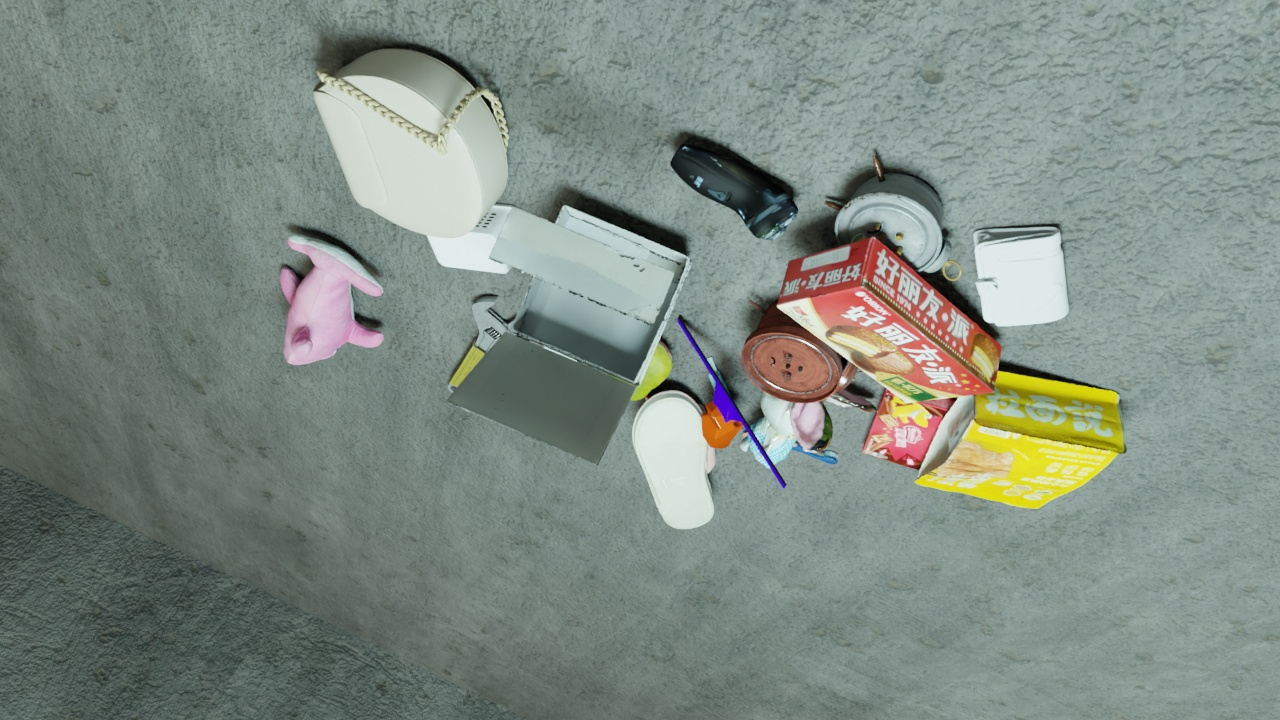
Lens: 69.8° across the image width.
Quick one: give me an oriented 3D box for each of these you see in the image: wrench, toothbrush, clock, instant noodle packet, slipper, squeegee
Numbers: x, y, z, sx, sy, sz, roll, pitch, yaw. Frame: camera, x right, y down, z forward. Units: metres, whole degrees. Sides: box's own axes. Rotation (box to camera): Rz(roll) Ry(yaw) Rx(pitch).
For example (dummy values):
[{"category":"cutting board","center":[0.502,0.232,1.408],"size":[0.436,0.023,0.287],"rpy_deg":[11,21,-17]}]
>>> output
[{"category":"wrench","center":[-0.243,-0.013,1.366],"size":[0.083,0.018,0.274],"rpy_deg":[33,142,-10]},{"category":"toothbrush","center":[0.208,0.118,1.271],"size":[0.135,0.017,0.022],"rpy_deg":[15,138,17]},{"category":"clock","center":[0.198,-0.012,1.071],"size":[0.158,0.072,0.121],"rpy_deg":[13,141,18]},{"category":"instant noodle packet","center":[0.432,0.110,1.075],"size":[0.163,0.084,0.222],"rpy_deg":[10,147,3]},{"category":"slipper","center":[0.053,0.142,1.334],"size":[0.114,0.054,0.275],"rpy_deg":[-9,129,2]},{"category":"squeegee","center":[0.106,0.083,1.199],"size":[0.249,0.055,0.185],"rpy_deg":[59,175,20]},{"category":"clock","center":[0.260,-0.126,0.911],"size":[0.148,0.056,0.104],"rpy_deg":[34,144,-9]}]

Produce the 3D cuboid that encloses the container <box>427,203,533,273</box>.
[{"category":"container","center":[-0.208,-0.153,1.152],"size":[0.129,0.049,0.081],"rpy_deg":[9,140,21]}]

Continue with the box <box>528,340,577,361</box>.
[{"category":"box","center":[-0.107,0.038,1.265],"size":[0.136,0.123,0.109],"rpy_deg":[35,141,-16]}]

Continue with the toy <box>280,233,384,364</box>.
[{"category":"toy","center":[-0.477,-0.063,1.354],"size":[0.186,0.127,0.266],"rpy_deg":[32,138,-2]}]

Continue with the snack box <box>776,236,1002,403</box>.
[{"category":"snack box","center":[0.264,-0.035,0.962],"size":[0.236,0.060,0.113],"rpy_deg":[31,154,-31]}]

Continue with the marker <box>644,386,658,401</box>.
[{"category":"marker","center":[0.019,0.066,1.308],"size":[0.023,0.021,0.145],"rpy_deg":[3,138,17]}]

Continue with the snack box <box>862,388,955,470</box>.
[{"category":"snack box","center":[0.336,0.085,1.148],"size":[0.089,0.021,0.133],"rpy_deg":[16,142,11]}]

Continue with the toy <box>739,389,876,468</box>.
[{"category":"toy","center":[0.189,0.070,1.179],"size":[0.105,0.130,0.206],"rpy_deg":[61,150,4]}]

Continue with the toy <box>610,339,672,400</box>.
[{"category":"toy","center":[-0.007,0.007,1.219],"size":[0.090,0.051,0.110],"rpy_deg":[33,127,2]}]

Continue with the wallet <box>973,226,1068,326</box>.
[{"category":"wallet","center":[0.380,-0.081,0.917],"size":[0.086,0.032,0.116],"rpy_deg":[-5,133,31]}]

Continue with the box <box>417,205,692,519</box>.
[{"category":"box","center":[-0.080,-0.004,0.993],"size":[0.167,0.367,0.150],"rpy_deg":[22,141,3]}]

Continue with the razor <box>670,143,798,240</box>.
[{"category":"razor","center":[0.093,-0.172,0.944],"size":[0.140,0.063,0.053],"rpy_deg":[28,142,-5]}]

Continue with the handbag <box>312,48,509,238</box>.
[{"category":"handbag","center":[-0.259,-0.238,1.038],"size":[0.209,0.103,0.211],"rpy_deg":[15,140,20]}]

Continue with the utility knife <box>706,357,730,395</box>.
[{"category":"utility knife","center":[0.110,0.044,1.236],"size":[0.022,0.015,0.129],"rpy_deg":[-3,133,27]}]
